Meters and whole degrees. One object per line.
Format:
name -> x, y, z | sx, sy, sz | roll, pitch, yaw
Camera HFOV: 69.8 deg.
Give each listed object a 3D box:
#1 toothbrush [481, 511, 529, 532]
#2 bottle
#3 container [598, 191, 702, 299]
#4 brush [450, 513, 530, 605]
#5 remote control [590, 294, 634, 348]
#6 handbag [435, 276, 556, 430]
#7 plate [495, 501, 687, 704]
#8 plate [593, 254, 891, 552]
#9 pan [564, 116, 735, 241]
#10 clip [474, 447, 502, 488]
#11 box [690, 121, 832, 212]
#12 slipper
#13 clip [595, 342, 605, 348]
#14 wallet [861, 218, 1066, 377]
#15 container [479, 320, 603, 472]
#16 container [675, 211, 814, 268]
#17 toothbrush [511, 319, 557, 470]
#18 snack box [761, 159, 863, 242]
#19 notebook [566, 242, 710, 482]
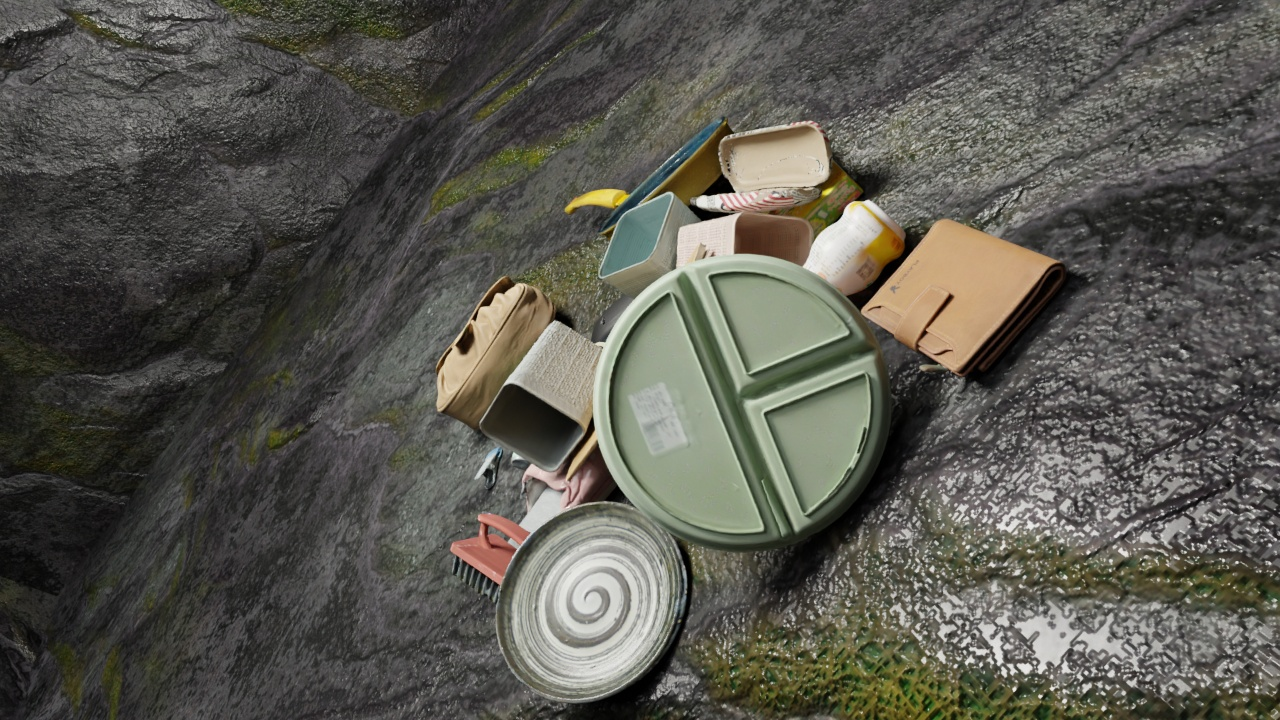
toothbrush -> -0.095, 0.182, 0.899 | 0.189, 0.017, 0.014 | 16, 105, 37
bottle -> 0.174, -0.085, 0.794 | 0.108, 0.063, 0.063 | -46, 31, 15
container -> 0.033, -0.100, 0.963 | 0.090, 0.111, 0.089 | -14, 48, 48
brush -> -0.112, 0.204, 0.879 | 0.146, 0.063, 0.069 | 26, 104, 32
remote control -> -0.017, -0.057, 1.079 | 0.137, 0.024, 0.053 | -38, 36, 27
handbag -> -0.199, -0.016, 1.216 | 0.205, 0.099, 0.147 | -53, 21, 11
plate -> -0.042, 0.209, 0.802 | 0.180, 0.024, 0.179 | -12, 55, 18
plate -> 0.074, 0.031, 0.697 | 0.230, 0.230, 0.027 | -54, -10, 3
pan -> -0.008, -0.208, 1.139 | 0.197, 0.078, 0.358 | -47, 13, -20
clip -> -0.190, 0.132, 1.144 | 0.024, 0.028, 0.056 | -30, 28, 34
box -> 0.115, -0.188, 0.903 | 0.162, 0.075, 0.085 | 8, 100, 60
slipper -> -0.078, 0.127, 0.954 | 0.274, 0.054, 0.114 | -55, 30, 1
clip -> -0.058, 0.009, 1.054 | 0.100, 0.035, 0.098 | 1, 66, 47
wallet -> 0.238, -0.045, 0.701 | 0.119, 0.035, 0.130 | -47, 30, 3
container -> -0.088, 0.032, 0.920 | 0.090, 0.090, 0.114 | -52, 8, 42
container -> 0.092, -0.089, 0.871 | 0.111, 0.089, 0.090 | 8, 96, 60
toothbrush -> -0.126, 0.036, 1.141 | 0.027, 0.027, 0.224 | -24, 42, 36
snack box -> 0.162, -0.175, 0.934 | 0.087, 0.033, 0.140 | -46, 33, 18
notebook -> -0.005, 0.005, 0.851 | 0.212, 0.012, 0.149 | -54, 10, 43
